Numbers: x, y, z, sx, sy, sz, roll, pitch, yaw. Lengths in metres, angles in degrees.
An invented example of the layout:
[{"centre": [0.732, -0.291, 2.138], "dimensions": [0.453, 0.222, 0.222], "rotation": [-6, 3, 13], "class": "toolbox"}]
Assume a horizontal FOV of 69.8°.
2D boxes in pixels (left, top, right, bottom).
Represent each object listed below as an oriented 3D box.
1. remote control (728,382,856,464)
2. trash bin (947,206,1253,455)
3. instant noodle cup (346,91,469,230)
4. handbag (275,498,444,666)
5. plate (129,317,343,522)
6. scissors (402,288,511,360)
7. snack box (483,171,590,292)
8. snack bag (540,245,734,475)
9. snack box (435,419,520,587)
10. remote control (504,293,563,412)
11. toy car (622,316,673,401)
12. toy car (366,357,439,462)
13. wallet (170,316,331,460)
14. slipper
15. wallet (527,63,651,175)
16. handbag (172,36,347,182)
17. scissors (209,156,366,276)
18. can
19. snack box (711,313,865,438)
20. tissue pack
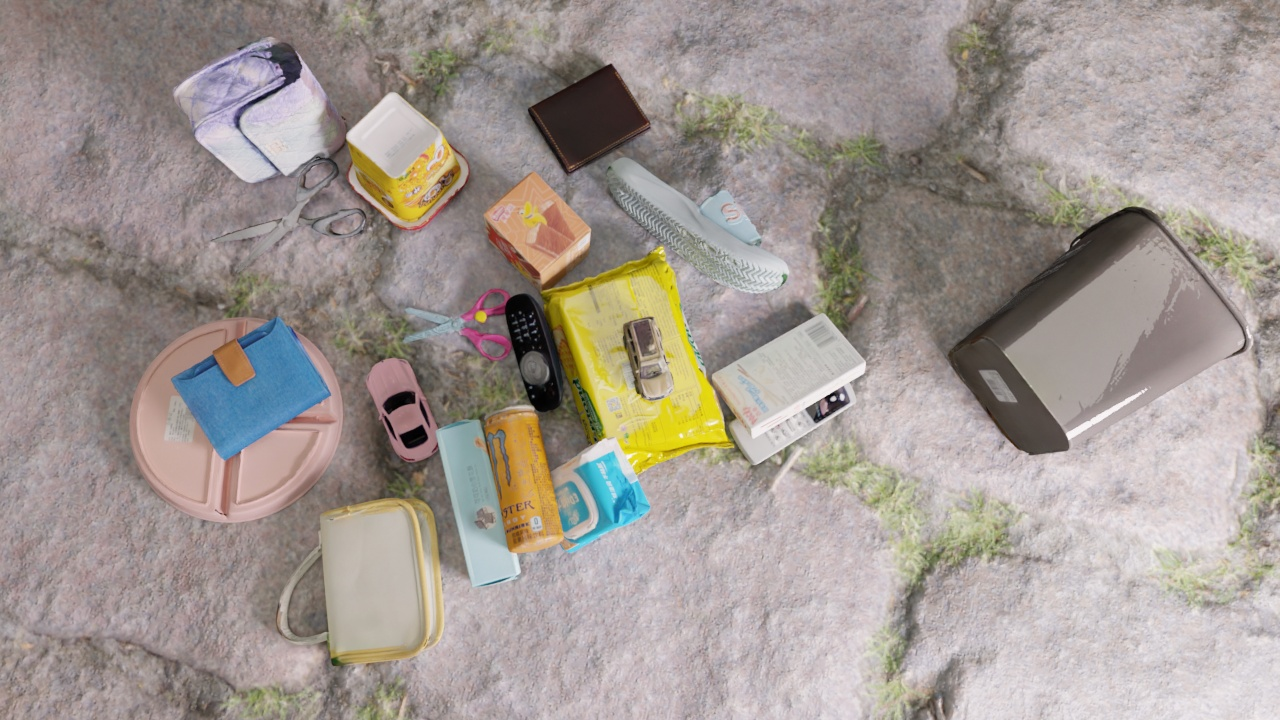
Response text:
[{"centre": [0.177, 0.060, 1.062], "dimensions": [0.150, 0.021, 0.058], "rotation": [-31, 83, -9], "class": "remote control"}, {"centre": [0.491, -0.021, 1.024], "dimensions": [0.219, 0.199, 0.198], "rotation": [-34, 82, -3], "class": "trash bin"}, {"centre": [-0.266, -0.227, 1.029], "dimensions": [0.116, 0.124, 0.116], "rotation": [41, 79, 3], "class": "instant noodle cup"}, {"centre": [-0.303, 0.237, 0.977], "dimensions": [0.179, 0.063, 0.163], "rotation": [-10, 80, 9], "class": "handbag"}, {"centre": [-0.446, 0.062, 1.008], "dimensions": [0.229, 0.028, 0.229], "rotation": [1, 80, -4], "class": "plate"}, {"centre": [-0.207, -0.032, 1.054], "dimensions": [0.136, 0.017, 0.105], "rotation": [-18, 87, -3], "class": "scissors"}, {"centre": [-0.116, -0.142, 1.040], "dimensions": [0.077, 0.093, 0.094], "rotation": [-44, 86, -11], "class": "snack box"}, {"centre": [-0.006, 0.006, 1.035], "dimensions": [0.158, 0.068, 0.246], "rotation": [-19, 82, -8], "class": "snack bag"}, {"centre": [-0.174, 0.154, 0.988], "dimensions": [0.051, 0.074, 0.174], "rotation": [-14, 81, -8], "class": "snack box"}, {"centre": [-0.117, -0.010, 1.039], "dimensions": [0.053, 0.024, 0.136], "rotation": [-15, 91, 30], "class": "remote control"}, {"centre": [0.009, -0.002, 0.984], "dimensions": [0.042, 0.035, 0.090], "rotation": [-14, 84, -6], "class": "toy car"}, {"centre": [-0.264, 0.054, 1.020], "dimensions": [0.056, 0.037, 0.122], "rotation": [-25, 81, -10], "class": "toy car"}, {"centre": [-0.417, 0.028, 0.985], "dimensions": [0.133, 0.040, 0.106], "rotation": [-33, 87, -11], "class": "wallet"}, {"centre": [0.069, -0.162, 1.059], "dimensions": [0.245, 0.104, 0.074], "rotation": [36, 76, 9], "class": "slipper"}, {"centre": [-0.061, -0.294, 1.113], "dimensions": [0.122, 0.020, 0.096], "rotation": [-32, 88, -11], "class": "wallet"}, {"centre": [-0.401, -0.260, 0.992], "dimensions": [0.134, 0.194, 0.075], "rotation": [-30, 87, -6], "class": "handbag"}, {"centre": [-0.398, -0.160, 1.050], "dimensions": [0.173, 0.014, 0.159], "rotation": [15, 92, -6], "class": "scissors"}, {"centre": [-0.122, 0.123, 0.951], "dimensions": [0.058, 0.058, 0.146], "rotation": [-12, 73, -7], "class": "can"}, {"centre": [0.170, 0.016, 1.052], "dimensions": [0.156, 0.027, 0.084], "rotation": [-29, 60, -9], "class": "snack box"}, {"centre": [-0.056, 0.146, 0.975], "dimensions": [0.063, 0.140, 0.090], "rotation": [-20, 80, -40], "class": "tissue pack"}]
